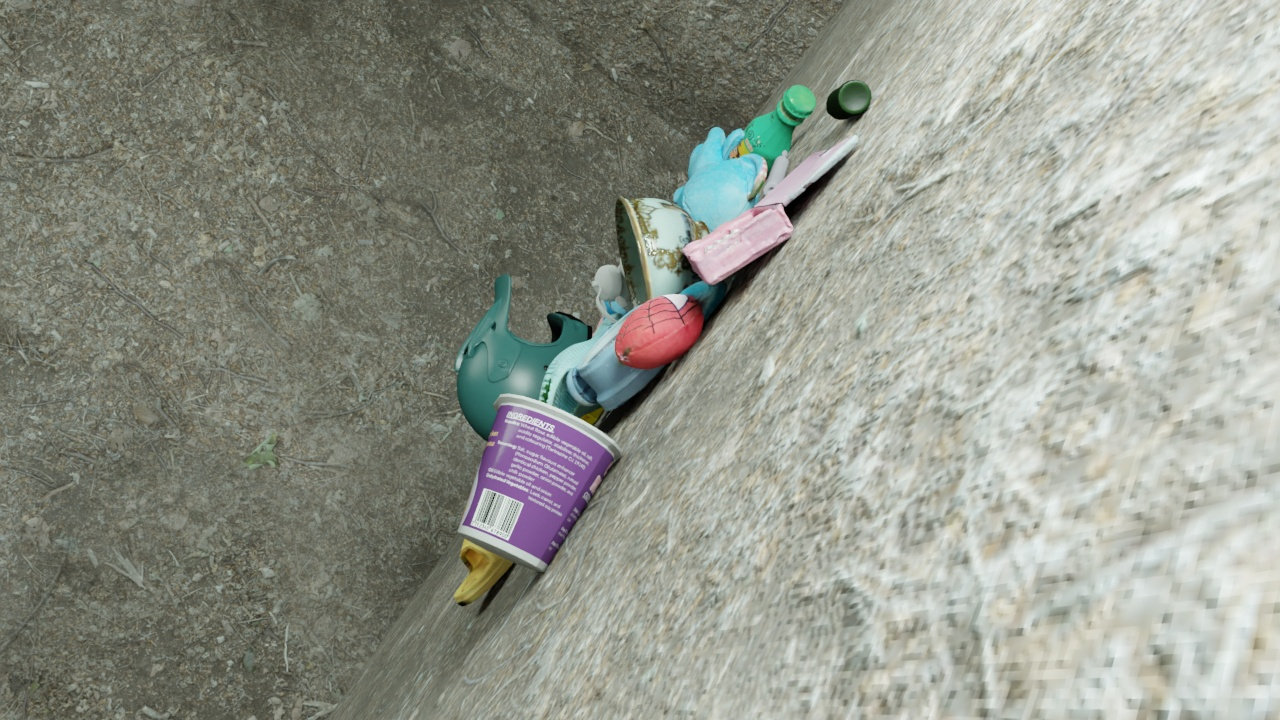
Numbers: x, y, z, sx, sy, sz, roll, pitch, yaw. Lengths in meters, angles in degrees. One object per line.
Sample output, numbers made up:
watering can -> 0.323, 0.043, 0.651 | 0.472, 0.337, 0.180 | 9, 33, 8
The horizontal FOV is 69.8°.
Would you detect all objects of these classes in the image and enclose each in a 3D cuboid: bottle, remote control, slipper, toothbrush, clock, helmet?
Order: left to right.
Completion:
slipper -> -0.152, 0.168, 1.077 | 0.262, 0.078, 0.100 | -54, 4, -33
helmet -> -0.197, 0.009, 1.486 | 0.177, 0.200, 0.274 | 130, 153, -62
slipper -> -0.057, 0.018, 1.162 | 0.275, 0.069, 0.116 | -50, -19, -61
clock -> -0.021, 0.000, 0.994 | 0.117, 0.060, 0.162 | -51, 13, -33
remote control -> -0.010, 0.029, 1.063 | 0.058, 0.013, 0.133 | -51, 6, 32
clock -> 0.004, -0.096, 1.221 | 0.158, 0.120, 0.061 | -44, -9, -44
bottle -> 0.178, -0.310, 1.296 | 0.068, 0.068, 0.210 | -57, 6, -28
toothbrush -> 0.172, -0.236, 1.139 | 0.019, 0.018, 0.187 | -49, 7, 29
bottle -> 0.202, -0.257, 0.915 | 0.033, 0.033, 0.123 | -53, 4, 10

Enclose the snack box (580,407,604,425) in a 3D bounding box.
snack box -> -0.080, 0.077, 1.311 | 0.075, 0.025, 0.153 | -57, 6, -33

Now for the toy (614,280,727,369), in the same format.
toy -> 0.032, -0.039, 0.883 | 0.132, 0.062, 0.092 | -40, 13, -29

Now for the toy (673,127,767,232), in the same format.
toy -> 0.099, -0.212, 1.156 | 0.184, 0.114, 0.180 | -43, 32, 41

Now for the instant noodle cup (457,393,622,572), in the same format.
instant noodle cup -> -0.102, 0.110, 0.804 | 0.122, 0.137, 0.121 | 47, -119, -50

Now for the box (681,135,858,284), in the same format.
box -> 0.120, -0.139, 0.875 | 0.179, 0.040, 0.232 | -37, 7, 7

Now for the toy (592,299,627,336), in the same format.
toy -> -0.039, -0.070, 1.555 | 0.191, 0.099, 0.223 | -59, 7, 13

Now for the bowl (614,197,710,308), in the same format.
bowl -> 0.034, -0.117, 1.063 | 0.094, 0.160, 0.160 | -13, 1, -7
